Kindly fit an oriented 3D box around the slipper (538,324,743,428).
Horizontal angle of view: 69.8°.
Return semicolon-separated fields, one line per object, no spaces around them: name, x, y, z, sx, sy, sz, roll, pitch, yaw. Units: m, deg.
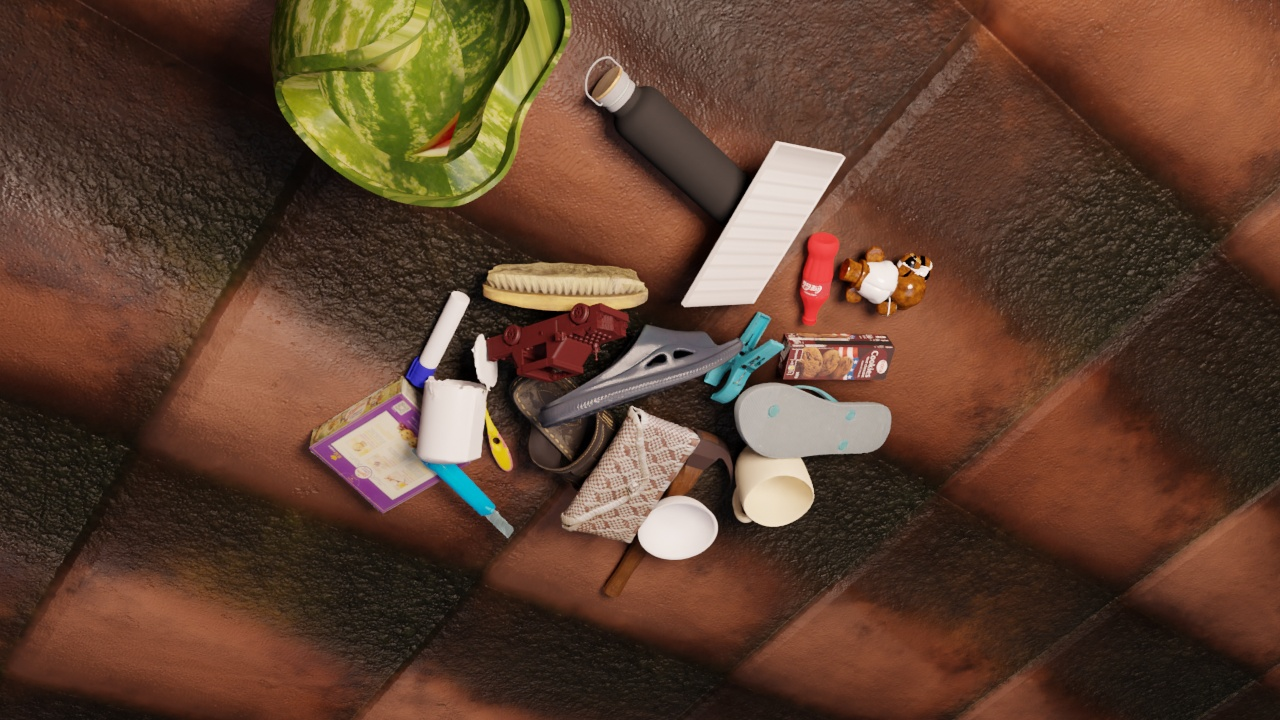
slipper;-0.007;0.007;1.122;0.267;0.111;0.083;-20;85;-16

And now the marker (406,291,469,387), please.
marker;-0.244;-0.025;1.105;0.027;0.023;0.133;31;117;-3

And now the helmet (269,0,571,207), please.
helmet;-0.195;-0.282;0.804;0.243;0.246;0.213;15;153;28

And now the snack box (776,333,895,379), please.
snack box;0.254;-0.005;1.198;0.141;0.031;0.051;1;124;-10

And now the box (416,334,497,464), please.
box;-0.219;0.046;1.114;0.092;0.083;0.166;6;93;19

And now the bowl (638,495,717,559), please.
bowl;0.050;0.224;1.280;0.110;0.040;0.110;-2;125;-4

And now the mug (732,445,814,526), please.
mug;0.171;0.166;1.262;0.096;0.099;0.120;35;115;-27

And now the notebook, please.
notebook;0.141;-0.149;1.045;0.142;0.009;0.210;-7;135;-49

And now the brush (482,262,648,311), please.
brush;-0.085;-0.086;1.068;0.195;0.059;0.043;1;115;-13

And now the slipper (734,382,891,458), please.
slipper;0.223;0.084;1.233;0.268;0.055;0.098;10;99;-31

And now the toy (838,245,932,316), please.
toy;0.299;-0.099;1.126;0.112;0.067;0.087;17;121;-10

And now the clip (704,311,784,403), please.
clip;0.132;0.011;1.153;0.028;0.113;0.127;25;131;-29

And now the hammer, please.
hammer;0.028;0.229;1.326;0.115;0.033;0.324;19;120;-19

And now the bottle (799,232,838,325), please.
bottle;0.216;-0.096;1.125;0.036;0.036;0.119;-2;125;-8

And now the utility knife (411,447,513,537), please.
utility knife;-0.226;0.173;1.203;0.031;0.015;0.205;-28;124;10

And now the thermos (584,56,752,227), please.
thermos;0.031;-0.235;0.981;0.231;0.061;0.061;36;112;-29

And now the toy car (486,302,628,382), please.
toy car;-0.098;-0.017;1.067;0.170;0.061;0.070;-15;160;32

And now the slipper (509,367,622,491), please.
slipper;-0.075;0.112;1.197;0.113;0.075;0.268;-29;124;11

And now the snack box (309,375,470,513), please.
snack box;-0.318;0.111;1.177;0.148;0.040;0.143;-29;124;11

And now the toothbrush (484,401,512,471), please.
toothbrush;-0.192;0.099;1.205;0.021;0.016;0.136;-17;126;-3

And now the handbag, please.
handbag;-0.012;0.156;1.190;0.124;0.047;0.186;22;106;-44
